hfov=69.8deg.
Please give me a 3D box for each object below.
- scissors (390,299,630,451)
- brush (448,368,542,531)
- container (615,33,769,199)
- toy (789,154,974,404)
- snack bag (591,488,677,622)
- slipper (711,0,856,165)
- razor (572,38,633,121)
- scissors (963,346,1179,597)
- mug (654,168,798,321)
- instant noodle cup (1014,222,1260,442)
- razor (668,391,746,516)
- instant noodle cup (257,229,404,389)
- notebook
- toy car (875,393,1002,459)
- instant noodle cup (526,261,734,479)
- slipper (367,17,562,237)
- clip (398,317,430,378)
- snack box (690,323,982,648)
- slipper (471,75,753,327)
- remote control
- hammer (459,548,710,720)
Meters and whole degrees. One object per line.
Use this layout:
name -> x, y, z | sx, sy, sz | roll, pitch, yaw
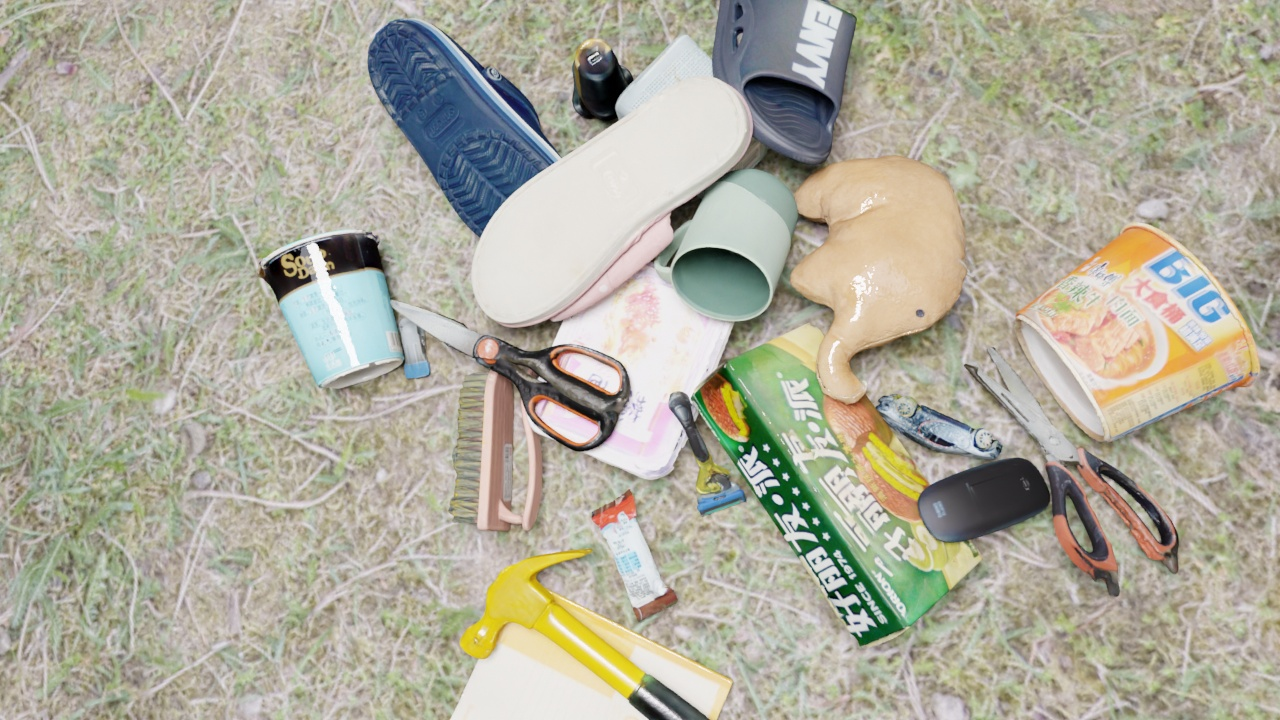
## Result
scissors -> -0.123, 0.010, 0.770 | 0.235, 0.022, 0.125 | 7, 81, 10
brush -> -0.122, 0.075, 0.799 | 0.073, 0.063, 0.145 | -1, 78, 11
container -> 0.050, -0.207, 0.812 | 0.090, 0.090, 0.111 | -45, 81, -1
toy -> 0.195, -0.074, 0.747 | 0.144, 0.082, 0.225 | -4, 59, 20
snack bag -> -0.006, 0.167, 0.785 | 0.048, 0.026, 0.104 | -32, 78, 21
slipper -> 0.123, -0.287, 0.773 | 0.110, 0.084, 0.267 | 13, 58, -21
razor -> -0.038, -0.247, 0.789 | 0.062, 0.167, 0.067 | -30, 96, 4
scissors -> 0.341, 0.087, 0.739 | 0.197, 0.015, 0.213 | 19, 56, -7
mug -> 0.067, -0.096, 0.752 | 0.112, 0.082, 0.106 | -4, 46, 32
instant noodle cup -> 0.373, -0.014, 0.712 | 0.111, 0.151, 0.151 | -33, 78, 9
razor -> 0.048, 0.074, 0.754 | 0.043, 0.143, 0.022 | -22, 39, 3
instant noodle cup -> -0.269, -0.041, 0.821 | 0.111, 0.111, 0.120 | -20, 86, 3
notebook -> -0.044, 0.292, 0.777 | 0.206, 0.010, 0.145 | 24, 84, 11
toy car -> 0.245, 0.058, 0.760 | 0.105, 0.049, 0.031 | 23, 87, 11
instant noodle cup -> -0.005, 0.005, 0.796 | 0.138, 0.060, 0.173 | 21, 85, 10
slipper -> -0.141, -0.200, 0.835 | 0.253, 0.095, 0.105 | 47, 123, -6
clip -> -0.209, -0.012, 0.850 | 0.024, 0.028, 0.057 | -9, 88, 8
snack box -> 0.154, 0.093, 0.731 | 0.114, 0.063, 0.240 | -23, 74, -39
slipper -> -0.026, -0.125, 0.753 | 0.275, 0.054, 0.114 | -38, 75, 14
remote control -> 0.278, 0.108, 0.726 | 0.136, 0.024, 0.053 | -12, 68, -27
hammer -> -0.001, 0.267, 0.750 | 0.301, 0.033, 0.129 | 35, 93, 11
